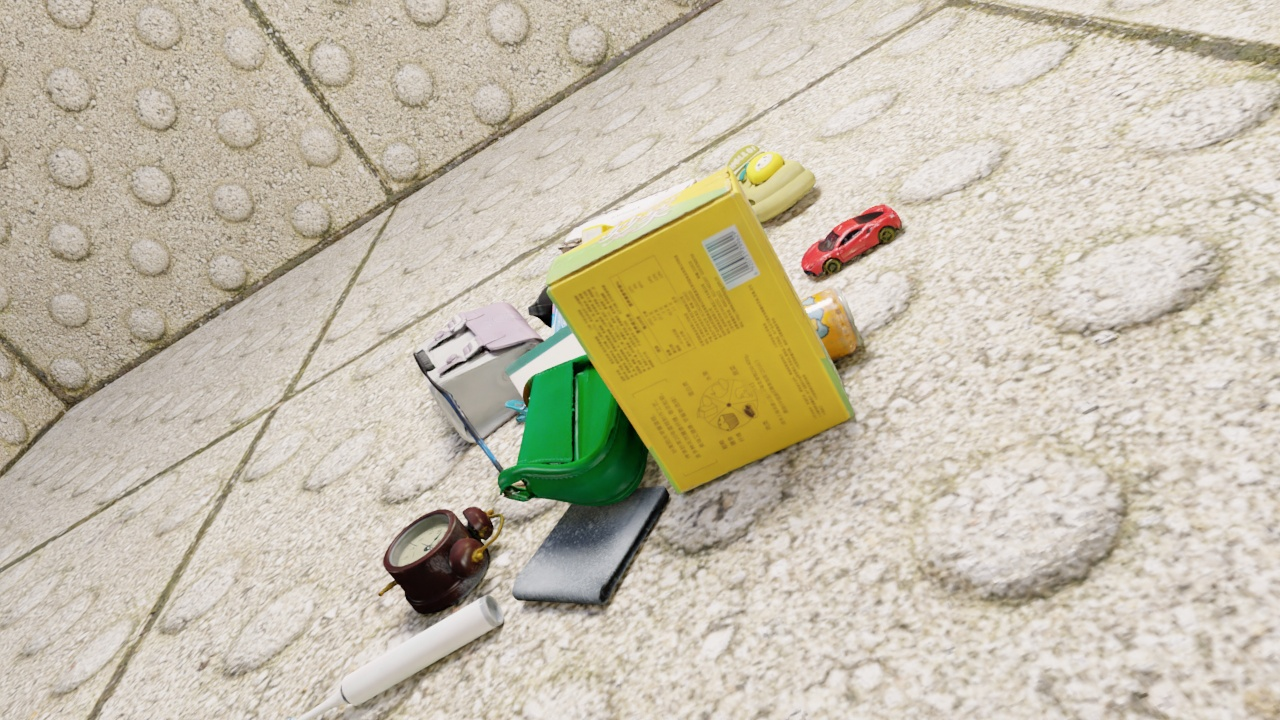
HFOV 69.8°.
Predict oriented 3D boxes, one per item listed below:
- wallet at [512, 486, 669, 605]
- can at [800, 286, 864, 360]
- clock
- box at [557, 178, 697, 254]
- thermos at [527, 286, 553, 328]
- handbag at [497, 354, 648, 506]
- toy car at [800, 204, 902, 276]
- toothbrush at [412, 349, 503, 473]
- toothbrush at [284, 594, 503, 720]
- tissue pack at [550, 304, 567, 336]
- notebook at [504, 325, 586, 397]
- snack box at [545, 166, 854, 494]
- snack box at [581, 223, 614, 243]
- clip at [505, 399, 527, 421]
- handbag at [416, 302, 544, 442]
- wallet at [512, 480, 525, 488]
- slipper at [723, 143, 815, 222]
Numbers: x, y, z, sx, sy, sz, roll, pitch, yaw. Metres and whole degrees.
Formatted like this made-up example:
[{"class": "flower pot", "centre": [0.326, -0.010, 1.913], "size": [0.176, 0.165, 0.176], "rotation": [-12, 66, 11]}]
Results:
[{"class": "wallet", "centre": [-0.038, 0.147, 0.739], "size": [0.097, 0.019, 0.120], "rotation": [-9, 32, 39]}, {"class": "can", "centre": [0.111, -0.010, 0.782], "size": [0.146, 0.058, 0.058], "rotation": [-23, 26, 11]}, {"class": "clock", "centre": [-0.171, 0.171, 0.811], "size": [0.122, 0.055, 0.082], "rotation": [-26, 25, 13]}, {"class": "box", "centre": [0.001, -0.146, 1.038], "size": [0.185, 0.060, 0.089], "rotation": [-12, 25, 34]}, {"class": "thermos", "centre": [-0.042, -0.065, 1.070], "size": [0.089, 0.068, 0.243], "rotation": [-18, 10, -38]}, {"class": "handbag", "centre": [-0.056, 0.061, 0.783], "size": [0.120, 0.068, 0.131], "rotation": [-11, 47, 23]}, {"class": "toy car", "centre": [0.208, -0.120, 0.919], "size": [0.106, 0.031, 0.049], "rotation": [-32, 23, 9]}, {"class": "toothbrush", "centre": [-0.192, 0.053, 0.978], "size": [0.016, 0.014, 0.189], "rotation": [-30, 61, -23]}, {"class": "toothbrush", "centre": [-0.209, 0.254, 0.740], "size": [0.221, 0.027, 0.026], "rotation": [-31, 13, 7]}, {"class": "tissue pack", "centre": [-0.060, -0.033, 0.974], "size": [0.095, 0.052, 0.157], "rotation": [-16, 68, 58]}, {"class": "notebook", "centre": [-0.005, 0.005, 0.850], "size": [0.209, 0.012, 0.150], "rotation": [-35, 66, -3]}, {"class": "snack box", "centre": [0.047, -0.018, 0.705], "size": [0.158, 0.210, 0.070], "rotation": [-26, 24, 14]}, {"class": "snack box", "centre": [-0.015, -0.063, 0.927], "size": [0.034, 0.140, 0.086], "rotation": [-11, -8, 40]}, {"class": "clip", "centre": [-0.125, 0.057, 1.010], "size": [0.056, 0.039, 0.013], "rotation": [1, 43, 43]}, {"class": "handbag", "centre": [-0.188, 0.001, 1.114], "size": [0.145, 0.098, 0.197], "rotation": [-31, 24, -9]}, {"class": "wallet", "centre": [-0.082, 0.083, 0.907], "size": [0.087, 0.024, 0.114], "rotation": [-13, 32, 41]}, {"class": "slipper", "centre": [0.134, -0.223, 1.145], "size": [0.091, 0.081, 0.191], "rotation": [-43, 23, -14]}]
